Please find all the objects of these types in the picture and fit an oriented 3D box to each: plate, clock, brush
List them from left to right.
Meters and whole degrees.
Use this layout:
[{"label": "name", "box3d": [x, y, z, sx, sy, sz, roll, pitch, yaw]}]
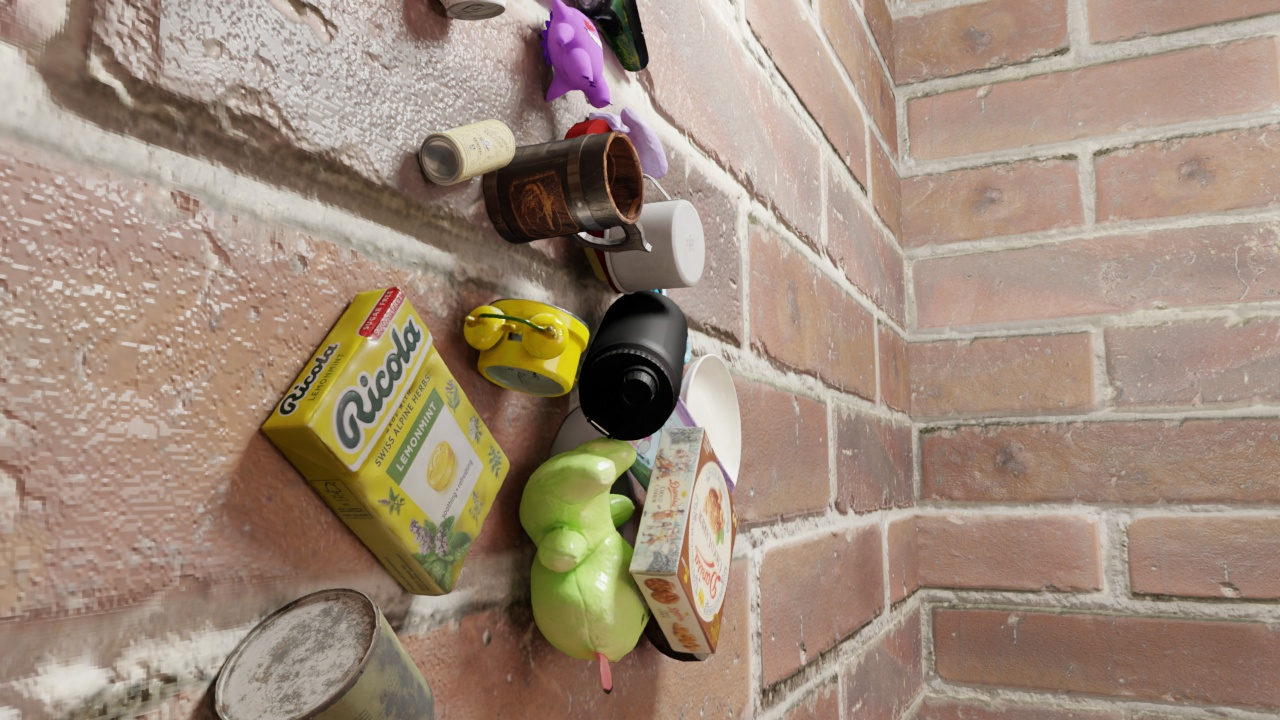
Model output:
[{"label": "clock", "box3d": [-0.087, -0.015, 0.702, 0.119, 0.083, 0.057, 64, 37, -66]}, {"label": "plate", "box3d": [-0.040, 0.130, 0.867, 0.178, 0.012, 0.178, -4, 90, -65]}, {"label": "brush", "box3d": [-0.036, -0.144, 0.883, 0.082, 0.042, 0.173, -69, 145, -43]}, {"label": "plate", "box3d": [0.076, 0.084, 1.098, 0.182, 0.034, 0.182, -4, 90, -65]}]

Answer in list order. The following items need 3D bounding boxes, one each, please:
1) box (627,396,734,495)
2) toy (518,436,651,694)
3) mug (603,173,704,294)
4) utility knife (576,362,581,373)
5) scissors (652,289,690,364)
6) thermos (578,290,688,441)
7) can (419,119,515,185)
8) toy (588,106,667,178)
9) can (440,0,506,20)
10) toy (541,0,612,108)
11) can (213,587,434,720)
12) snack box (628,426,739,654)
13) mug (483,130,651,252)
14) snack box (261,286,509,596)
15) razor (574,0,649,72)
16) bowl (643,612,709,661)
[{"label": "box", "box3d": [0.054, 0.122, 0.937, 0.090, 0.091, 0.214, -45, 135, -12]}, {"label": "toy", "box3d": [-0.046, 0.163, 0.756, 0.150, 0.107, 0.197, -34, 127, -77]}, {"label": "mug", "box3d": [0.014, -0.120, 0.850, 0.084, 0.071, 0.113, 8, 81, -65]}, {"label": "utility knife", "box3d": [-0.033, 0.031, 0.892, 0.167, 0.015, 0.022, 53, 40, -52]}, {"label": "scissors", "box3d": [0.027, -0.034, 1.039, 0.117, 0.013, 0.140, -66, 146, -43]}, {"label": "thermos", "box3d": [-0.005, 0.005, 0.810, 0.198, 0.086, 0.086, -75, 153, -70]}, {"label": "can", "box3d": [-0.128, -0.157, 0.690, 0.079, 0.038, 0.038, -43, 125, -59]}, {"label": "toy", "box3d": [-0.012, -0.216, 0.894, 0.036, 0.100, 0.080, -42, 136, -13]}, {"label": "can", "box3d": [-0.130, -0.314, 0.690, 0.054, 0.055, 0.101, -17, 101, -65]}, {"label": "toy", "box3d": [-0.062, -0.279, 0.833, 0.106, 0.056, 0.088, 13, 71, -75]}, {"label": "can", "box3d": [-0.167, 0.181, 0.494, 0.089, 0.090, 0.075, -63, 141, -48]}, {"label": "snack box", "box3d": [0.042, 0.156, 0.796, 0.143, 0.041, 0.146, 67, 29, -44]}, {"label": "mug", "box3d": [-0.054, -0.130, 0.762, 0.116, 0.107, 0.079, 61, 35, -42]}, {"label": "snack box", "box3d": [-0.151, 0.059, 0.599, 0.121, 0.045, 0.181, -69, 145, -42]}, {"label": "razor", "box3d": [-0.029, -0.344, 0.930, 0.151, 0.054, 0.067, 55, 48, -58]}, {"label": "bowl", "box3d": [0.027, 0.248, 0.937, 0.121, 0.056, 0.121, -15, 90, -74]}]
